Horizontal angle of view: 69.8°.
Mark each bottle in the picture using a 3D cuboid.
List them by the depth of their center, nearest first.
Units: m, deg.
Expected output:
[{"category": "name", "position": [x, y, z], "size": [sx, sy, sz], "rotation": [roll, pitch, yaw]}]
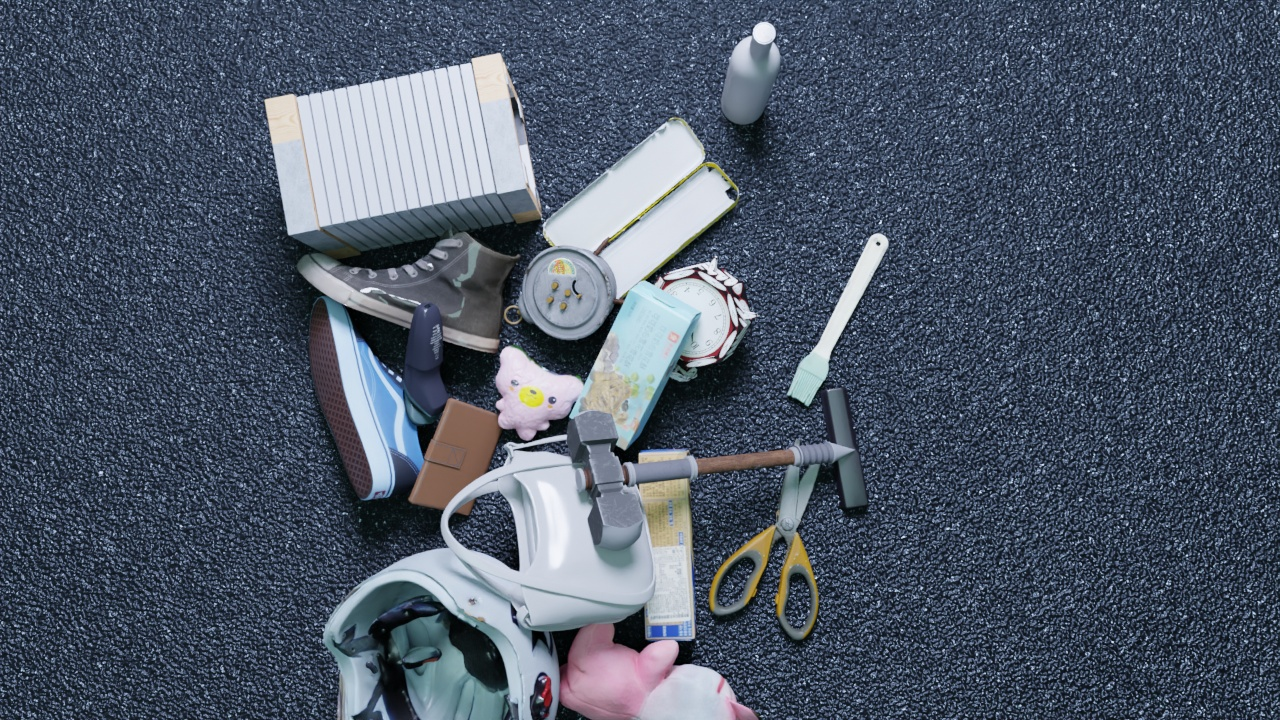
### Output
[{"category": "bottle", "position": [0.119, -0.308, 0.977], "size": [0.052, 0.195, 0.052], "rotation": [0, 86, 0]}]

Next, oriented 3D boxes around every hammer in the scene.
[{"category": "hammer", "position": [0.088, 0.110, 0.974], "size": [0.321, 0.043, 0.156], "rotation": [-4, 54, -21]}]

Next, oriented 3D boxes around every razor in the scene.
[{"category": "razor", "position": [-0.229, 0.004, 0.982], "size": [0.052, 0.047, 0.143], "rotation": [24, 123, 19]}]

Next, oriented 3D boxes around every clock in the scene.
[{"category": "clock", "position": [-0.089, -0.072, 1.023], "size": [0.148, 0.056, 0.104], "rotation": [-20, 96, 22]}, {"category": "clock", "position": [0.052, -0.041, 1.029], "size": [0.155, 0.064, 0.114], "rotation": [-36, 87, 27]}]

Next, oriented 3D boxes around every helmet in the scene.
[{"category": "helmet", "position": [-0.183, 0.320, 0.958], "size": [0.237, 0.163, 0.264], "rotation": [-21, 92, 26]}]

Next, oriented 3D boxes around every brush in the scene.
[{"category": "brush", "position": [0.230, -0.049, 1.054], "size": [0.033, 0.012, 0.217], "rotation": [28, 86, 2]}]

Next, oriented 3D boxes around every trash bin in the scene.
[{"category": "trash bin", "position": [-0.248, -0.216, 1.002], "size": [0.247, 0.142, 0.142], "rotation": [-11, 86, 0]}]

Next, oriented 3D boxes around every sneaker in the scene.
[{"category": "sneaker", "position": [-0.255, -0.099, 1.017], "size": [0.235, 0.095, 0.120], "rotation": [18, 92, 2]}, {"category": "sneaker", "position": [-0.301, 0.039, 1.037], "size": [0.098, 0.084, 0.241], "rotation": [-9, 70, -44]}]

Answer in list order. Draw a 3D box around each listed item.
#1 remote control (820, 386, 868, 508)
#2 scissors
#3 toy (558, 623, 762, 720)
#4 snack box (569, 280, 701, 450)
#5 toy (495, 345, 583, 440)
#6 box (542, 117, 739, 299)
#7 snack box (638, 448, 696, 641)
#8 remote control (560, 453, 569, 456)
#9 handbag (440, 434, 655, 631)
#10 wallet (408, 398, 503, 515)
[{"category": "remote control", "position": [0.232, 0.099, 1.042], "size": [0.032, 0.015, 0.136], "rotation": [-10, 87, 0]}, {"category": "scissors", "position": [0.149, 0.200, 1.037], "size": [0.162, 0.016, 0.225], "rotation": [4, 86, 0]}, {"category": "toy", "position": [0.014, 0.363, 0.980], "size": [0.213, 0.084, 0.142], "rotation": [25, 126, -2]}, {"category": "snack box", "position": [-0.006, 0.006, 0.998], "size": [0.075, 0.053, 0.175], "rotation": [30, 114, 8]}, {"category": "toy", "position": [-0.124, 0.040, 1.032], "size": [0.102, 0.050, 0.093], "rotation": [29, 88, -3]}, {"category": "box", "position": [0.001, -0.169, 1.052], "size": [0.209, 0.038, 0.129], "rotation": [-39, 94, -1]}, {"category": "snack box", "position": [0.030, 0.202, 1.019], "size": [0.056, 0.057, 0.206], "rotation": [-2, 87, 4]}, {"category": "remote control", "position": [-0.077, 0.168, 1.045], "size": [0.046, 0.009, 0.124], "rotation": [-26, 87, -1]}, {"category": "handbag", "position": [-0.102, 0.170, 0.940], "size": [0.222, 0.096, 0.215], "rotation": [12, 49, -31]}, {"category": "wallet", "position": [-0.202, 0.109, 1.022], "size": [0.013, 0.087, 0.121], "rotation": [18, 86, 43]}]
